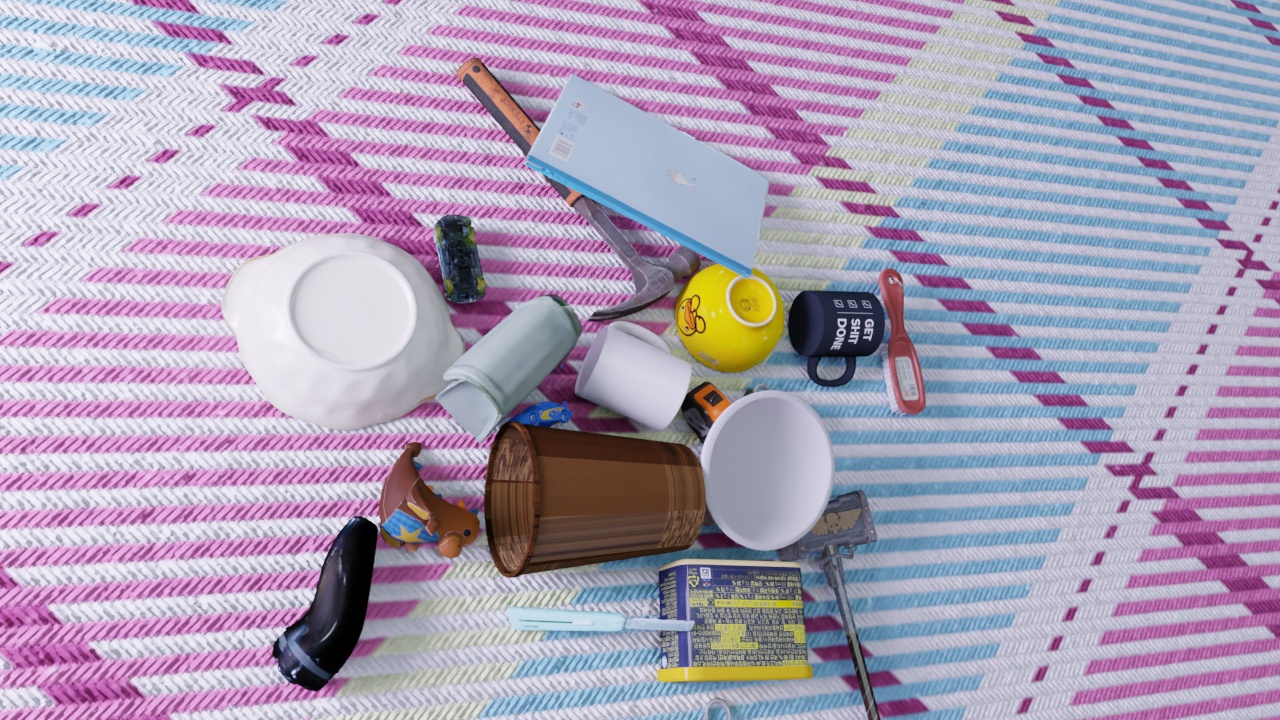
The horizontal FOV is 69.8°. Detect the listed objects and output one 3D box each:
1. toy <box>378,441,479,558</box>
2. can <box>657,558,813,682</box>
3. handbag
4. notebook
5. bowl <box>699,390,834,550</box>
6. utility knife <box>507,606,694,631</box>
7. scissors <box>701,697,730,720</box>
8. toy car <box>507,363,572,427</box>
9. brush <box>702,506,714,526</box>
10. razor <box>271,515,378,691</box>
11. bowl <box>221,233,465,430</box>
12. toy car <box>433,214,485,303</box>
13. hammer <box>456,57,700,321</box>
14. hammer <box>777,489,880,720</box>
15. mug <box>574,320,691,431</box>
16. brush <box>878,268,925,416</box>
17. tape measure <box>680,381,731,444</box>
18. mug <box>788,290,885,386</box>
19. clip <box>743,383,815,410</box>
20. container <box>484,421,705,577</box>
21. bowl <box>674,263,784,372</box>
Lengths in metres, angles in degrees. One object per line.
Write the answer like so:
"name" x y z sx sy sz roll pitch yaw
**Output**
"toy" -0.183 0.122 0.811 0.090 0.071 0.102 25 42 -26
"can" 0.085 0.243 0.855 0.135 0.075 0.104 6 69 -20
"handbag" -0.119 0.004 0.828 0.067 0.106 0.121 45 57 -5
"notebook" 0.017 -0.198 0.965 0.253 0.009 0.180 26 45 -9
"bowl" 0.113 0.103 0.875 0.149 0.043 0.149 0 90 -27
"utility knife" -0.035 0.230 0.810 0.166 0.015 0.022 1 101 5
"scissors" 0.088 0.386 0.844 0.157 0.014 0.141 -29 82 -26
"toy car" -0.096 0.034 0.863 0.091 0.033 0.062 -2 72 -54
"brush" 0.098 0.112 0.934 0.050 0.015 0.135 40 64 -5
"razor" -0.255 0.196 0.753 0.064 0.053 0.140 5 61 14
"bowl" -0.258 -0.036 0.817 0.219 0.060 0.188 22 68 -15
"toy car" -0.176 -0.097 0.885 0.038 0.027 0.089 -8 78 -21
"hammer" -0.086 -0.178 0.944 0.137 0.035 0.314 -41 90 -27
"hammer" 0.215 0.296 0.904 0.098 0.044 0.321 -8 76 -23
"mug" -0.005 0.005 0.903 0.090 0.074 0.110 24 40 -13
"brush" 0.289 -0.020 1.042 0.041 0.030 0.172 1 75 -21
"tape measure" 0.067 0.054 0.915 0.038 0.058 0.059 -33 92 -26
"mug" 0.211 -0.023 0.997 0.077 0.071 0.105 0 100 -21
"clip" 0.146 0.048 0.966 0.076 0.042 0.023 25 64 -13
"container" -0.039 0.123 0.820 0.167 0.132 0.132 4 72 -27
"bowl" 0.101 -0.052 0.958 0.117 0.068 0.117 6 71 -19
